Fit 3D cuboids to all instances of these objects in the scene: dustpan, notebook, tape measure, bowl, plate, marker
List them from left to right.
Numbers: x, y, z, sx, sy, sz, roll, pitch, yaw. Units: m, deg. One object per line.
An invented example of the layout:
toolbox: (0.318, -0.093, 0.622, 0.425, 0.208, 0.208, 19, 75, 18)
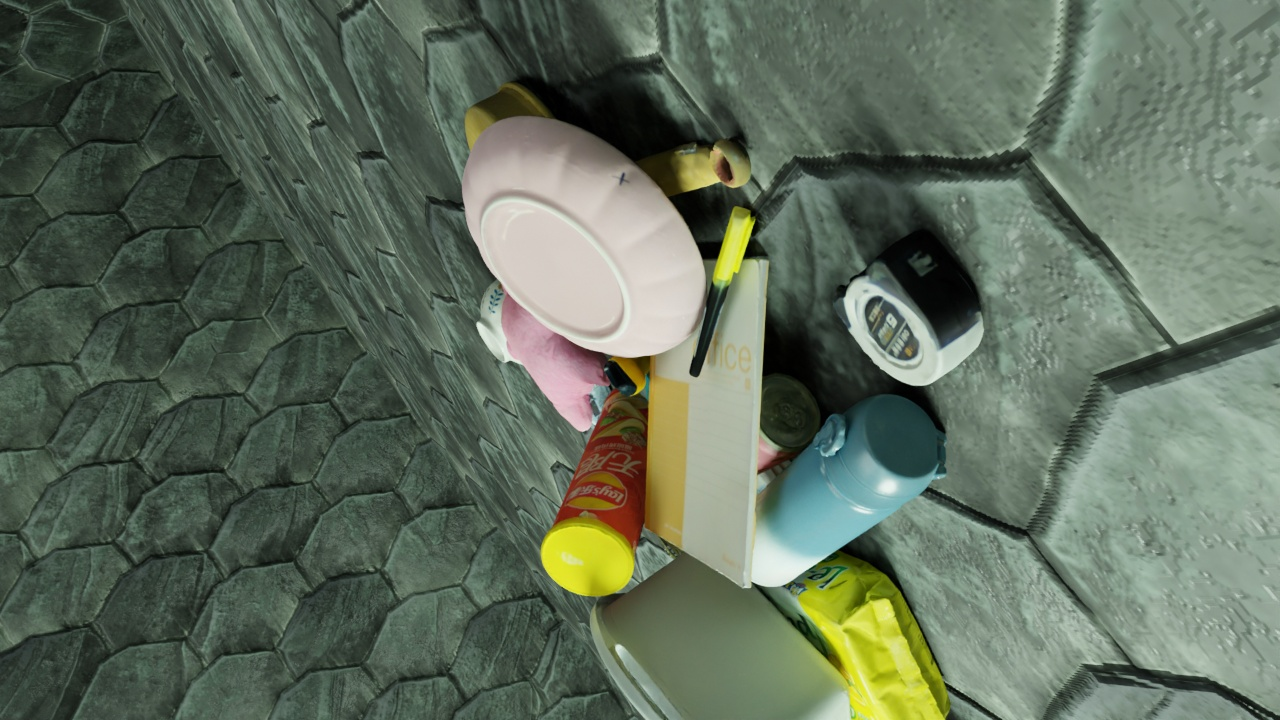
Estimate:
bowl: (-0.145, -0.036, 1.039, 0.113, 0.062, 0.114, 45, 160, 21)
plate: (-0.047, -0.069, 0.610, 0.192, 0.038, 0.193, 27, 147, 19)
notebook: (0.040, 0.033, 0.630, 0.146, 0.010, 0.206, 14, 103, 63)
dustpan: (0.060, 0.268, 0.747, 0.222, 0.142, 0.258, 43, 158, 31)
marker: (0.049, -0.039, 0.575, 0.015, 0.018, 0.124, 18, 126, 6)
tape measure: (0.132, -0.022, 0.449, 0.066, 0.033, 0.066, 55, 163, 5)

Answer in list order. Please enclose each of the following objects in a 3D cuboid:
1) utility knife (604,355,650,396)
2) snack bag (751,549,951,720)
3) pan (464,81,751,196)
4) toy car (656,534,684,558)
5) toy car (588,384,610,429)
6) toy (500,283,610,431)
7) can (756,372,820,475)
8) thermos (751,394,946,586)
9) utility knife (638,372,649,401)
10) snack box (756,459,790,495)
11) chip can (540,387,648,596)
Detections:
utility knife: (-0.004, 0.004, 0.724, 0.033, 0.015, 0.173, 52, -168, -1)
snack bag: (0.146, 0.213, 0.766, 0.247, 0.068, 0.158, 15, 138, 62)
pan: (-0.033, -0.118, 0.658, 0.198, 0.078, 0.358, 63, 166, -17)
toy car: (0.033, 0.170, 1.005, 0.070, 0.042, 0.158, 24, 142, 55)
toy car: (-0.055, 0.028, 0.978, 0.054, 0.036, 0.121, 25, 143, 56)
toy: (-0.082, -0.028, 0.881, 0.194, 0.074, 0.179, 44, 144, 38)
can: (0.065, 0.060, 0.660, 0.058, 0.057, 0.148, 53, 146, 3)
thermos: (0.117, 0.088, 0.590, 0.070, 0.070, 0.221, 50, 153, 14)
utility knife: (-0.005, 0.009, 0.803, 0.160, 0.013, 0.029, -126, 27, -60)
snack box: (0.071, 0.063, 0.749, 0.157, 0.026, 0.085, 51, 160, 10)
chip can: (-0.021, 0.100, 0.769, 0.073, 0.073, 0.216, 61, -158, -20)
